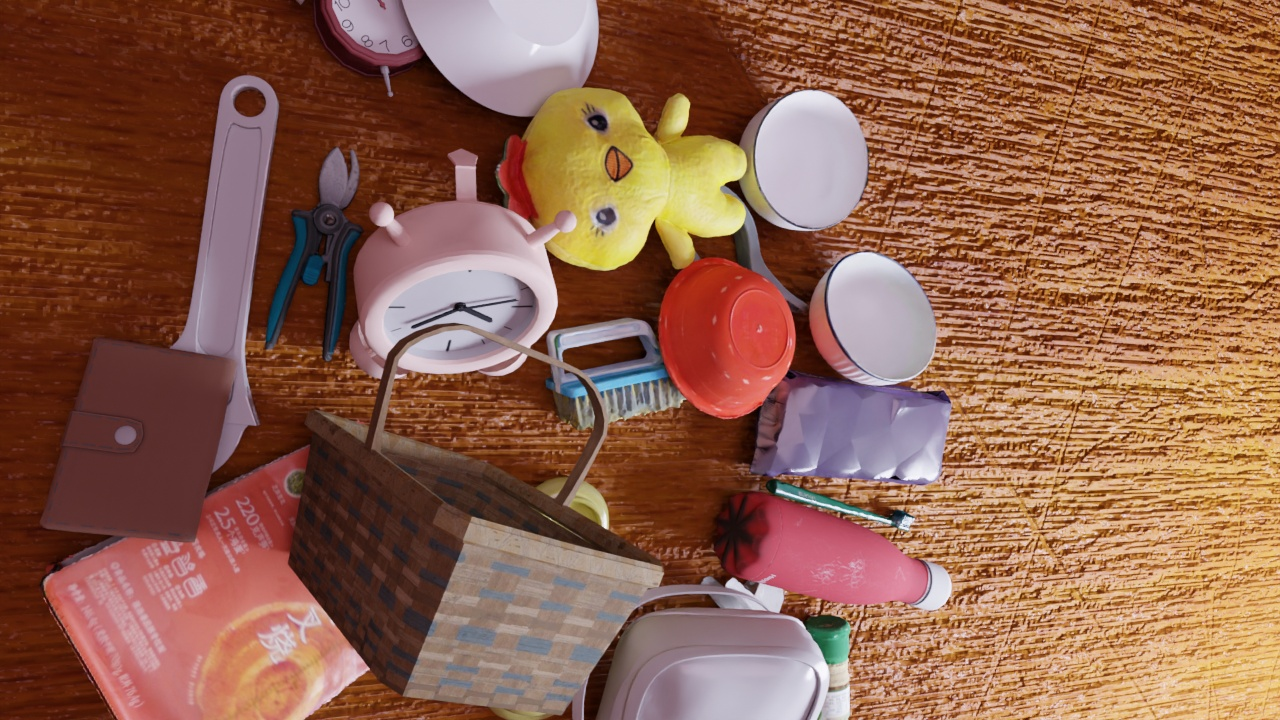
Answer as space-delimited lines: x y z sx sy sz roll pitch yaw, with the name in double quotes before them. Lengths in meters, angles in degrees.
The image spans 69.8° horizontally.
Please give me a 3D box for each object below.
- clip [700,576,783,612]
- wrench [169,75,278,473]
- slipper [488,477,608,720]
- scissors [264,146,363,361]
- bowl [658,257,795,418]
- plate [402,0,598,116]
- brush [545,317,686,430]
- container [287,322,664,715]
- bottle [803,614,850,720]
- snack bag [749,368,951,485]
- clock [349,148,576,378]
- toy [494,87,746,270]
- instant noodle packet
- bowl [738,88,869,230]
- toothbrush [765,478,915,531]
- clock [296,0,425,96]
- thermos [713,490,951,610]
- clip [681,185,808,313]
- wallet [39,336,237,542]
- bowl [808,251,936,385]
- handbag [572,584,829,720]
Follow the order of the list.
"clip" 0.099 0.216 0.806 0.058 0.053 0.102 -32 110 17
"wrench" -0.288 -0.057 0.610 0.086 0.018 0.273 7 87 -14
"slipper" -0.061 0.186 0.699 0.091 0.082 0.190 14 85 -27
"scissors" -0.227 -0.071 0.640 0.149 0.019 0.131 -35 107 -18
"bowl" 0.078 -0.021 0.720 0.130 0.045 0.130 6 79 -36
"plate" -0.086 -0.266 0.653 0.173 0.036 0.174 2 87 -42
"brush" -0.004 0.004 0.725 0.135 0.055 0.075 -11 103 -24
"container" -0.106 0.078 0.567 0.157 0.250 0.186 24 85 -36
"bottle" 0.168 0.289 0.830 0.043 0.043 0.111 -4 96 -24
"snack bag" 0.188 0.061 0.815 0.205 0.058 0.096 7 91 -25
"clock" -0.128 -0.053 0.629 0.131 0.086 0.161 -2 139 -24
"toy" -0.011 -0.133 0.689 0.207 0.092 0.134 -2 90 -17
"instant noodle packet" -0.250 0.158 0.621 0.220 0.084 0.164 -29 100 -29
"bowl" 0.128 -0.165 0.771 0.113 0.063 0.113 -2 94 -24
"toothbrush" 0.184 0.129 0.822 0.189 0.016 0.017 19 105 -35
"clock" -0.187 -0.251 0.632 0.087 0.044 0.124 -39 109 -17
"thermos" 0.179 0.178 0.811 0.239 0.073 0.073 20 85 -25
"clip" 0.064 -0.072 0.769 0.106 0.028 0.163 -45 109 -14
"wallet" -0.309 0.049 0.570 0.087 0.013 0.120 10 70 -13
"bowl" 0.192 -0.029 0.800 0.118 0.062 0.118 9 68 -24
"handbag" 0.036 0.304 0.752 0.215 0.095 0.223 7 112 -16
